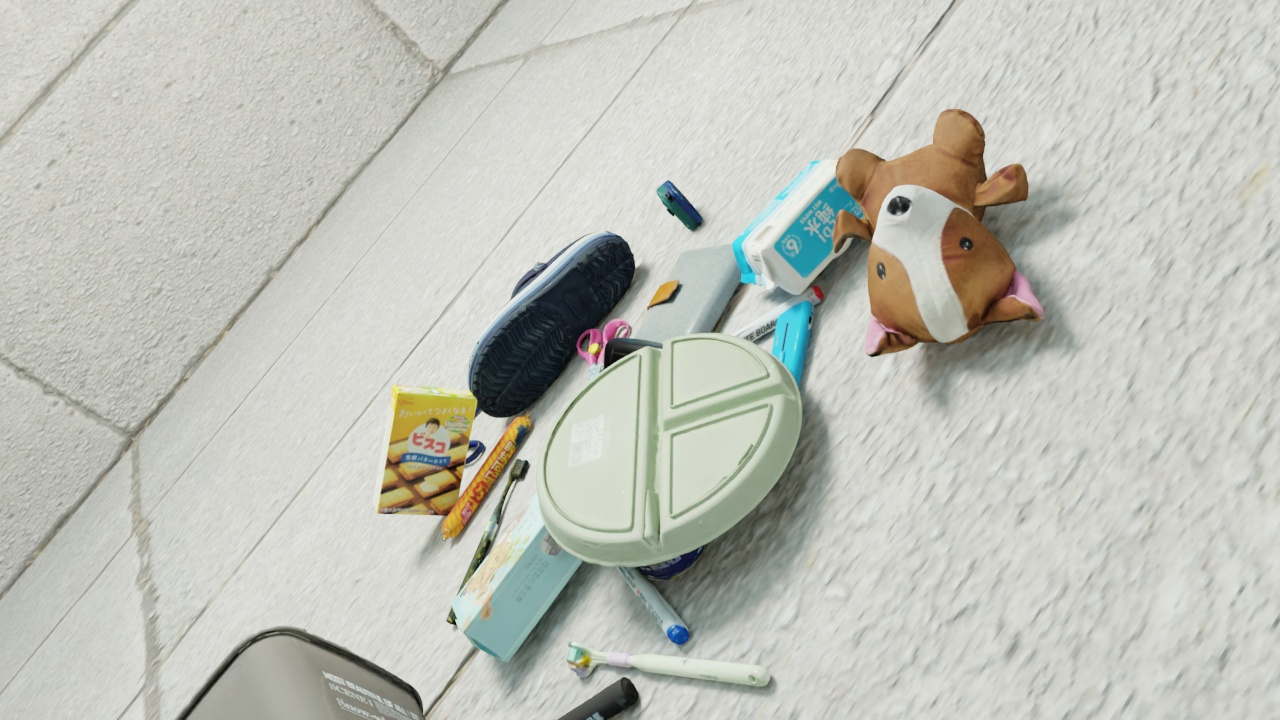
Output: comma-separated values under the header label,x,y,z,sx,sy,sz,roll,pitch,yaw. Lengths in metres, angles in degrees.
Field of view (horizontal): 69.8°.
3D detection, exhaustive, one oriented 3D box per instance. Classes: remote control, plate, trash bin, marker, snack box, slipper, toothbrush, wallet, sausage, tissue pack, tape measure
label,x,y,z,sx,sy,sz,roll,pitch,yaw
remote control,-0.005,0.005,0.900,0.137,0.024,0.053,9,100,57
plate,0.015,0.059,0.723,0.230,0.027,0.229,-20,36,16
trash bin,-0.230,0.343,0.661,0.220,0.199,0.198,19,70,52
marker,-0.056,0.272,0.677,0.132,0.020,0.022,-37,40,19
snack box,-0.232,0.098,0.988,0.034,0.086,0.140,32,112,61
slipper,-0.114,-0.053,1.049,0.252,0.105,0.095,-48,37,-6
marker,0.001,0.176,0.718,0.017,0.017,0.146,-49,29,-2
toothbrush,0.014,0.217,0.651,0.190,0.029,0.020,-13,4,44
wallet,0.046,-0.062,0.921,0.107,0.037,0.129,2,55,53
sausage,-0.166,0.124,0.993,0.021,0.021,0.165,8,61,56
tissue pack,0.148,-0.119,0.817,0.140,0.063,0.090,-47,16,0
marker,0.100,-0.026,0.826,0.145,0.017,0.017,-32,33,26
snack box,-0.090,0.168,0.798,0.174,0.051,0.074,-53,17,-8
tape measure,0.041,-0.178,1.043,0.025,0.058,0.054,-41,32,10
toothbrush,-0.151,0.178,0.921,0.017,0.012,0.185,-7,48,35

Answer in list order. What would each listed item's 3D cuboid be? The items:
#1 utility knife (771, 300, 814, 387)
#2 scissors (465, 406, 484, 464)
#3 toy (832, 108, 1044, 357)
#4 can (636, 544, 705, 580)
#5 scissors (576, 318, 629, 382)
label,x,y,z,sx,sy,sz,roll,pitch,yaw
utility knife,0.114,0.027,0.745,0.034,0.018,0.185,-19,42,40
scissors,-0.229,0.096,1.120,0.175,0.012,0.162,-52,30,-6
toy,0.211,-0.093,0.669,0.140,0.130,0.199,-19,50,32
can,0.014,0.104,0.738,0.075,0.049,0.147,-21,37,16
scissors,-0.040,0.008,0.978,0.077,0.017,0.137,-23,41,23
